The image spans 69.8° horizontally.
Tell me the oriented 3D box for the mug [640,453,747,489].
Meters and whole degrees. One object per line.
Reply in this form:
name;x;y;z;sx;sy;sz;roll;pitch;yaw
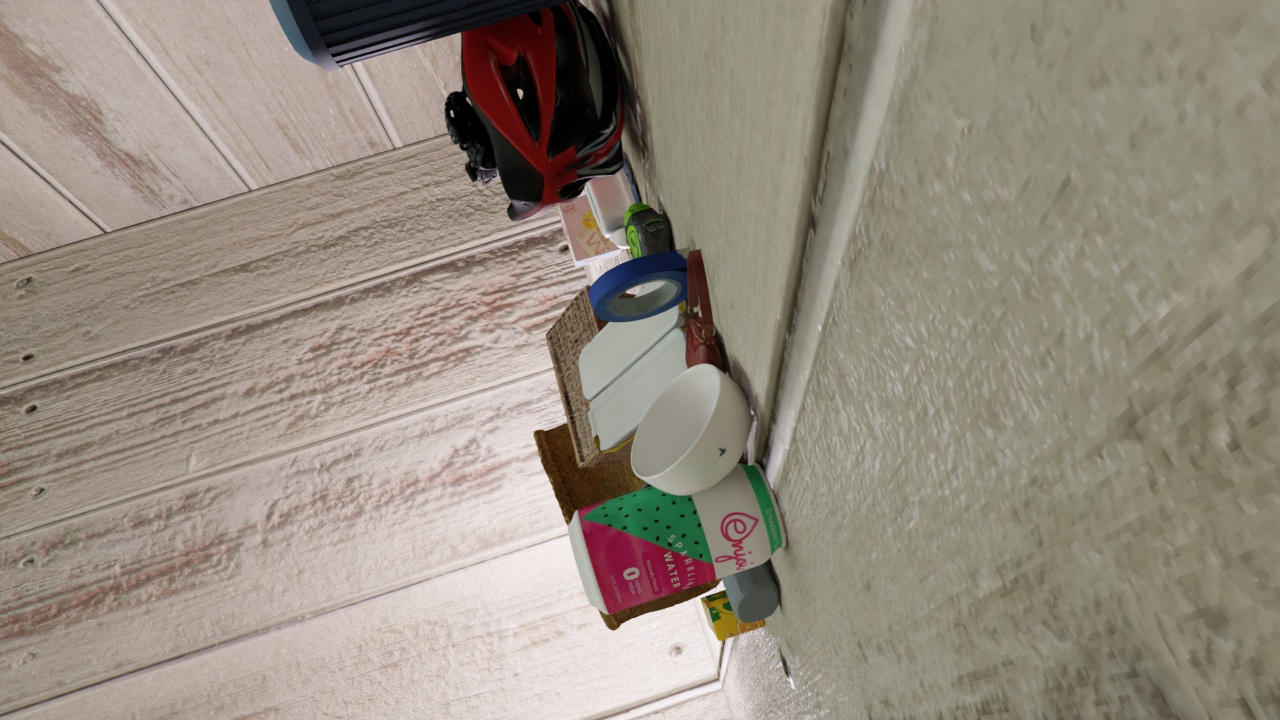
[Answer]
mug;0.039;0.106;0.856;0.081;0.117;0.111;55;176;-12

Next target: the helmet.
helmet;-0.106;-0.265;0.872;0.218;0.167;0.271;78;174;-57

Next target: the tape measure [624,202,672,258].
tape measure;0.010;-0.117;0.873;0.066;0.035;0.058;81;162;-46

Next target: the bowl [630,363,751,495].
bowl;0.045;0.059;0.722;0.054;0.105;0.105;34;-168;-21

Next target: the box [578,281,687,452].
box;-0.005;0.005;0.938;0.210;0.023;0.127;-42;58;51

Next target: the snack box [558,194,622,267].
snack box;-0.079;-0.204;1.432;0.093;0.079;0.095;-167;60;-86

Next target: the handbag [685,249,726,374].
handbag;0.049;-0.037;0.751;0.055;0.029;0.120;-115;14;-53

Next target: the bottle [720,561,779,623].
bottle;0.091;0.177;0.925;0.072;0.046;0.161;77;175;-50

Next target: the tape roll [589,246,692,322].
tape roll;0.002;-0.061;0.787;0.093;0.091;0.016;96;157;-69

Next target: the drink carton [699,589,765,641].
drink carton;0.112;0.309;1.130;0.122;0.058;0.041;96;156;-81

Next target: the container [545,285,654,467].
container;-0.023;0.020;1.091;0.114;0.112;0.198;-45;54;45

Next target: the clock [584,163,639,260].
clock;-0.026;-0.171;1.038;0.089;0.052;0.125;-124;14;-74

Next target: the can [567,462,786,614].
can;0.029;0.144;0.756;0.088;0.166;0.088;161;92;-87

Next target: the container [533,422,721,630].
container;-0.006;0.207;1.291;0.307;0.196;0.307;158;92;-87

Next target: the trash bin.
trash bin;-0.153;-0.314;0.696;0.139;0.249;0.139;161;92;-87
